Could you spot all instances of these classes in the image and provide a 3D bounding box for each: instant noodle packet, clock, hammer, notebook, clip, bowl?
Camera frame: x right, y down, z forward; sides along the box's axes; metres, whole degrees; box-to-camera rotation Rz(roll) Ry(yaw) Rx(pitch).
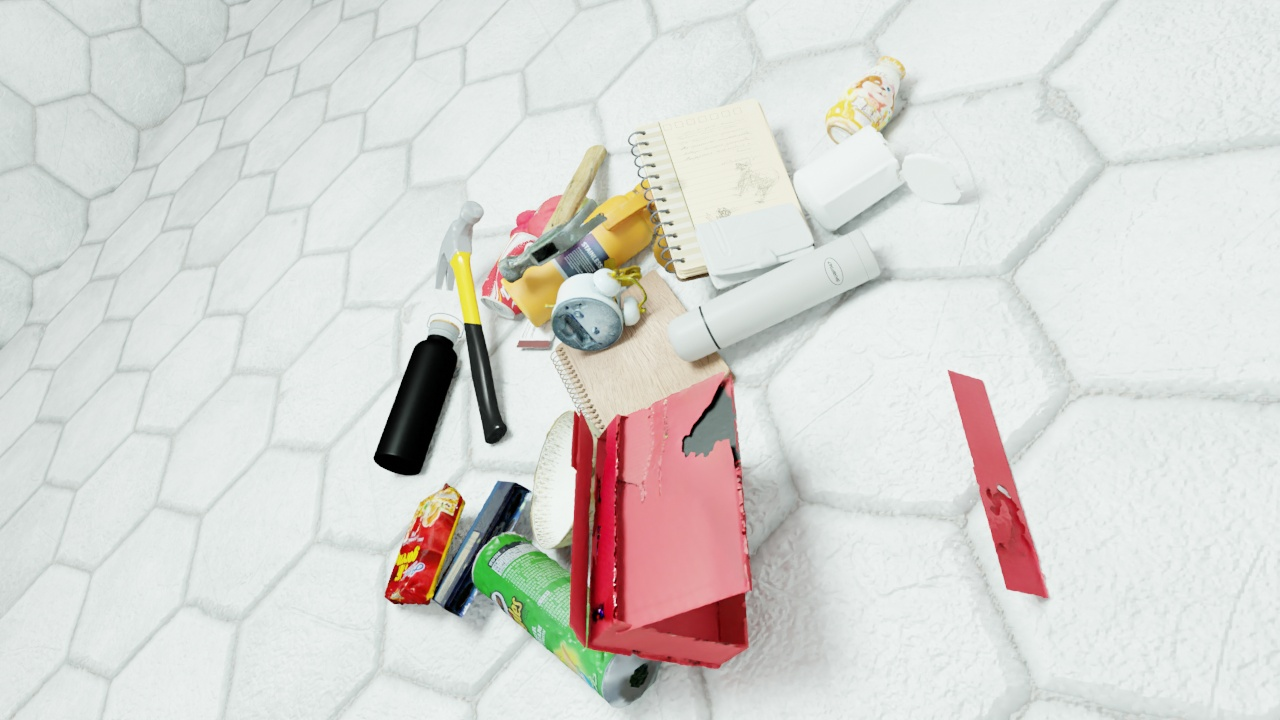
[{"bbox_3d":[-0.243,0.211,1.038,0.099,0.039,0.135,-24,43,53],"label":"instant noodle packet"},{"bbox_3d":[-0.048,-0.060,1.054,0.118,0.083,0.057,-21,41,23],"label":"clock"},{"bbox_3d":[-0.085,-0.211,1.181,0.132,0.033,0.329,-28,24,24],"label":"hammer"},{"bbox_3d":[-0.006,0.006,1.047,0.169,0.022,0.210,-38,43,6],"label":"notebook"},{"bbox_3d":[-0.023,-0.104,1.132,0.049,0.054,0.044,-34,55,-25],"label":"clip"},{"bbox_3d":[-0.215,-0.042,1.180,0.127,0.029,0.323,-44,51,43],"label":"hammer"},{"bbox_3d":[-0.058,0.127,0.942,0.146,0.063,0.145,-44,38,50],"label":"bowl"},{"bbox_3d":[0.087,-0.200,1.054,0.167,0.024,0.225,-13,60,-2],"label":"notebook"}]

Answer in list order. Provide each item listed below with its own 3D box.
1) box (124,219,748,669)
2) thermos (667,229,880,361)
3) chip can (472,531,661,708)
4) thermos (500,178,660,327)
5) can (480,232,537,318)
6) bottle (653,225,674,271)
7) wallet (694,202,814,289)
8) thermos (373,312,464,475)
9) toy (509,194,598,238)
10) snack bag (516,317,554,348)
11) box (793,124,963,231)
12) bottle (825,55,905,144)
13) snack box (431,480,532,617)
[{"bbox_3d":[-0.095,0.072,0.712,0.141,0.510,0.214,-33,41,35],"label":"box"},{"bbox_3d":[0.134,-0.064,0.954,0.224,0.052,0.052,-25,46,12],"label":"thermos"},{"bbox_3d":[-0.073,0.243,0.880,0.223,0.075,0.075,25,75,45],"label":"chip can"},{"bbox_3d":[-0.058,-0.137,1.142,0.232,0.076,0.091,-36,20,-1],"label":"thermos"},{"bbox_3d":[-0.166,-0.113,1.225,0.064,0.064,0.104,13,69,42],"label":"can"},{"bbox_3d":[0.067,-0.182,1.100,0.068,0.068,0.156,-3,57,36],"label":"bottle"},{"bbox_3d":[0.121,-0.128,0.978,0.116,0.032,0.086,-19,59,-6],"label":"wallet"},{"bbox_3d":[-0.284,0.034,1.206,0.061,0.061,0.230,-9,54,32],"label":"thermos"},{"bbox_3d":[-0.121,-0.191,1.264,0.135,0.045,0.091,-10,44,25],"label":"toy"},{"bbox_3d":[-0.112,-0.082,1.200,0.057,0.013,0.157,0,58,36],"label":"snack bag"},{"bbox_3d":[0.246,-0.183,0.960,0.137,0.083,0.143,-35,38,9],"label":"box"},{"bbox_3d":[0.259,-0.294,1.044,0.063,0.063,0.109,24,75,45],"label":"bottle"},{"bbox_3d":[-0.173,0.201,0.996,0.150,0.027,0.082,-60,15,-15],"label":"snack box"}]
